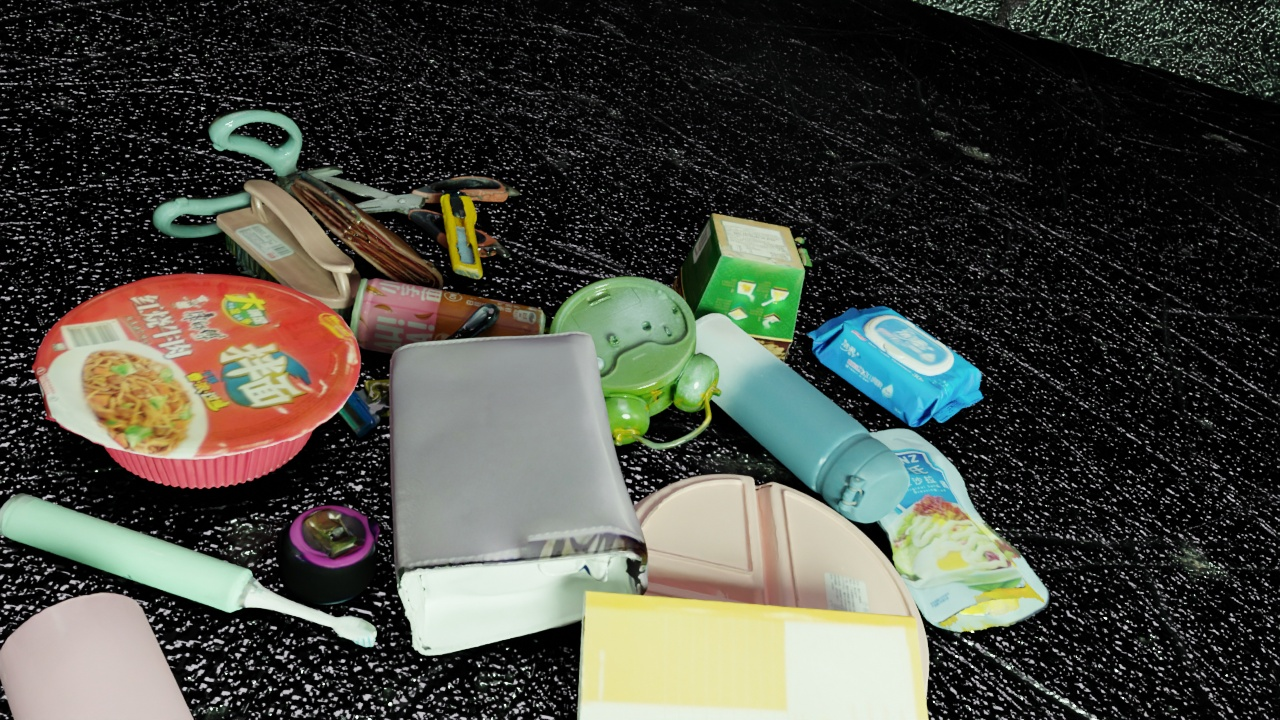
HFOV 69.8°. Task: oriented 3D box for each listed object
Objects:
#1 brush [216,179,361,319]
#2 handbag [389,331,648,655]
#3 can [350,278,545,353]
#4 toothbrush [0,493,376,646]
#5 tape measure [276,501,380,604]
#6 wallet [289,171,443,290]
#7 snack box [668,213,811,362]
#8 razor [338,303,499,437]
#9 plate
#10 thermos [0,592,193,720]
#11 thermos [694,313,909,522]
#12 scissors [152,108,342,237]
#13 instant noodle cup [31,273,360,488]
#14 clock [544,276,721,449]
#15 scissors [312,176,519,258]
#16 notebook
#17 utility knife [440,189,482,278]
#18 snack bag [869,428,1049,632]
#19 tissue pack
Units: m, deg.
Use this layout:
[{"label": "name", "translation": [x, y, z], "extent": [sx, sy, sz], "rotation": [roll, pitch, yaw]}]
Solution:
[{"label": "brush", "translation": [-0.284, -0.088, 0.757], "extent": [0.145, 0.073, 0.063], "rotation": [38, 40, 25]}, {"label": "handbag", "translation": [-0.083, 0.074, 0.588], "extent": [0.145, 0.099, 0.196], "rotation": [-11, 42, -7]}, {"label": "can", "translation": [-0.153, -0.026, 0.737], "extent": [0.147, 0.058, 0.057], "rotation": [10, 36, -10]}, {"label": "toothbrush", "translation": [-0.256, 0.121, 0.523], "extent": [0.224, 0.027, 0.026], "rotation": [18, 49, 2]}, {"label": "tape measure", "translation": [-0.186, 0.114, 0.550], "extent": [0.058, 0.039, 0.056], "rotation": [38, 40, 27]}, {"label": "wallet", "translation": [-0.231, -0.107, 0.786], "extent": [0.101, 0.032, 0.124], "rotation": [39, -1, 32]}, {"label": "snack box", "translation": [0.090, -0.070, 0.854], "extent": [0.117, 0.106, 0.118], "rotation": [8, 35, -11]}, {"label": "razor", "translation": [-0.163, 0.002, 0.690], "extent": [0.142, 0.022, 0.042], "rotation": [-39, 69, -18]}, {"label": "plate", "translation": [0.084, 0.160, 0.595], "extent": [0.229, 0.028, 0.229], "rotation": [13, 38, -11]}, {"label": "thermos", "translation": [-0.213, 0.189, 0.406], "extent": [0.087, 0.067, 0.198], "rotation": [-40, 56, -14]}, {"label": "thermos", "translation": [0.117, 0.043, 0.733], "extent": [0.070, 0.070, 0.220], "rotation": [-14, 41, -35]}, {"label": "scissors", "translation": [-0.342, -0.147, 0.789], "extent": [0.019, 0.178, 0.173], "rotation": [53, 1, 11]}, {"label": "instant noodle cup", "translation": [-0.290, 0.019, 0.615], "extent": [0.194, 0.066, 0.193], "rotation": [12, 35, -9]}, {"label": "clock", "translation": [-0.004, 0.004, 0.731], "extent": [0.116, 0.056, 0.161], "rotation": [-25, 55, -13]}, {"label": "scissors", "translation": [-0.219, -0.157, 0.924], "extent": [0.222, 0.015, 0.188], "rotation": [22, 36, 6]}, {"label": "notebook", "translation": [0.066, 0.206, 0.503], "extent": [0.206, 0.010, 0.145], "rotation": [8, 62, -12]}, {"label": "utility knife", "translation": [-0.168, -0.124, 0.871], "extent": [0.033, 0.015, 0.154], "rotation": [-1, 39, -18]}, {"label": "snack bag", "translation": [0.221, 0.120, 0.711], "extent": [0.110, 0.039, 0.190], "rotation": [-8, 40, -14]}, {"label": "tissue pack", "translation": [0.240, -0.001, 0.867], "extent": [0.094, 0.052, 0.157], "rotation": [-22, 51, -42]}]
